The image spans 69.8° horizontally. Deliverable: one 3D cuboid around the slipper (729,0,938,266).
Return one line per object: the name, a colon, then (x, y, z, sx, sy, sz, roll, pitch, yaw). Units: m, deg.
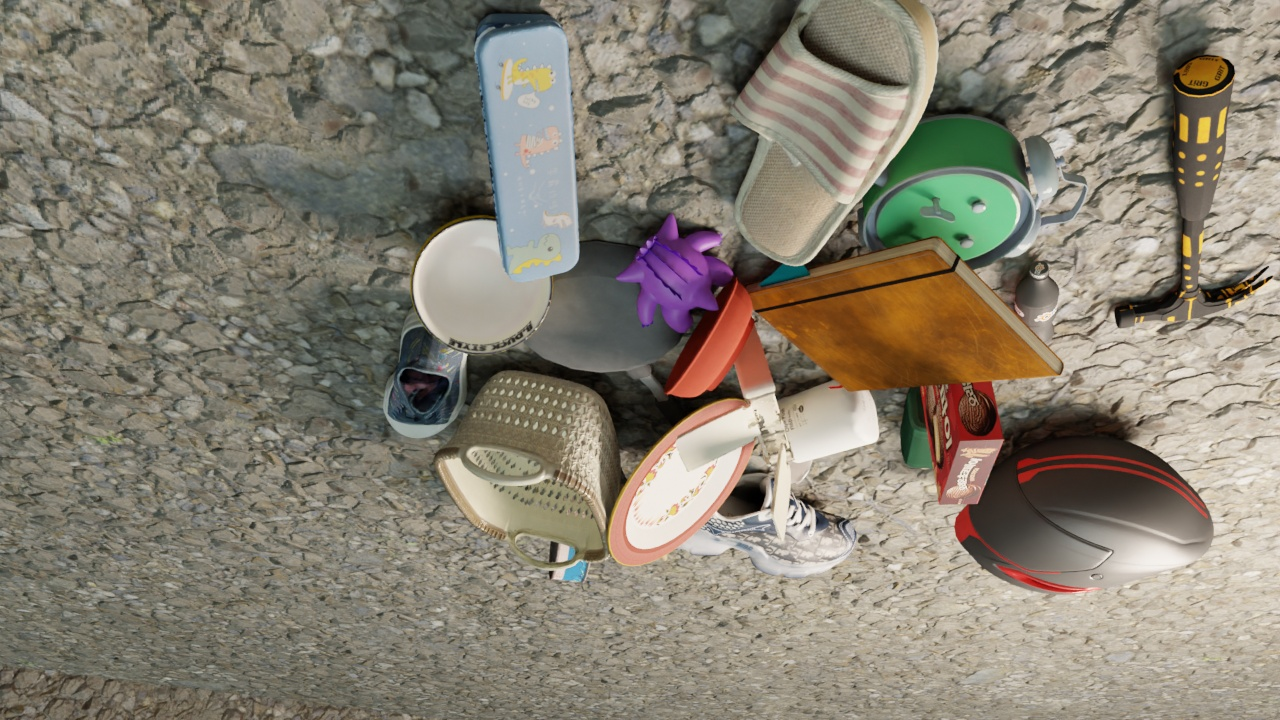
slipper: (0.117, -0.152, 0.646, 0.115, 0.052, 0.264, 36, 151, 11)

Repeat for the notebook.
notebook: (0.200, -0.033, 0.785, 0.178, 0.014, 0.250, 38, 158, -22)

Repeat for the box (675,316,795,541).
box: (0.099, 0.064, 0.899, 0.095, 0.185, 0.145, -1, 141, 20)

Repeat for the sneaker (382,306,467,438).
sneaker: (-0.224, 0.034, 0.962, 0.087, 0.079, 0.236, 11, 146, -13)

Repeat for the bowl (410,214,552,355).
bowl: (-0.139, -0.069, 0.789, 0.117, 0.067, 0.117, -4, 107, -14)

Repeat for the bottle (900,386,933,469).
bottle: (0.323, 0.083, 1.022, 0.061, 0.061, 0.131, -1, 147, 9)

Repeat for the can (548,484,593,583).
can: (-0.089, 0.223, 1.201, 0.044, 0.129, 0.130, 8, 147, -9)

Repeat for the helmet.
helmet: (0.508, 0.169, 1.051, 0.265, 0.163, 0.170, 6, 137, 13)

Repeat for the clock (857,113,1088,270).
clock: (0.251, -0.120, 0.695, 0.162, 0.075, 0.122, 2, 148, 7)

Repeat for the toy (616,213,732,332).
toy: (0.031, -0.073, 0.788, 0.088, 0.056, 0.106, 40, 93, -18)

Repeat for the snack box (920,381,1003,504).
snack box: (0.300, 0.040, 0.872, 0.036, 0.151, 0.133, -3, 147, 7)

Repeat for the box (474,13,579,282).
box: (-0.079, -0.144, 0.670, 0.066, 0.049, 0.210, -2, 136, -3)

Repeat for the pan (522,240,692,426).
pan: (-0.005, 0.005, 0.939, 0.179, 0.041, 0.357, -11, 145, 20)

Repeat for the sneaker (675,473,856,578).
sneaker: (0.165, 0.199, 1.190, 0.269, 0.103, 0.133, 12, 140, -9)

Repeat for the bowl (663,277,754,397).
bowl: (0.067, -0.014, 0.825, 0.035, 0.121, 0.122, 31, 143, -4)

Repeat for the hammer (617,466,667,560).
hammer: (0.009, 0.224, 1.246, 0.030, 0.119, 0.331, -30, 155, -2)

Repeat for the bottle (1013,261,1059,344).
bottle: (0.359, -0.051, 0.834, 0.036, 0.036, 0.110, -8, 146, 15)

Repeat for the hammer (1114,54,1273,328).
hammer: (0.444, -0.119, 0.730, 0.123, 0.036, 0.320, -13, 147, 21)

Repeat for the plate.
plate: (0.045, 0.134, 1.033, 0.229, 0.021, 0.230, -32, 143, -28)

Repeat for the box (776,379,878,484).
box: (0.189, 0.081, 1.012, 0.163, 0.084, 0.112, -21, 148, 34)

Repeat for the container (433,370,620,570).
container: (-0.111, 0.123, 1.014, 0.185, 0.142, 0.246, 11, 150, 12)
